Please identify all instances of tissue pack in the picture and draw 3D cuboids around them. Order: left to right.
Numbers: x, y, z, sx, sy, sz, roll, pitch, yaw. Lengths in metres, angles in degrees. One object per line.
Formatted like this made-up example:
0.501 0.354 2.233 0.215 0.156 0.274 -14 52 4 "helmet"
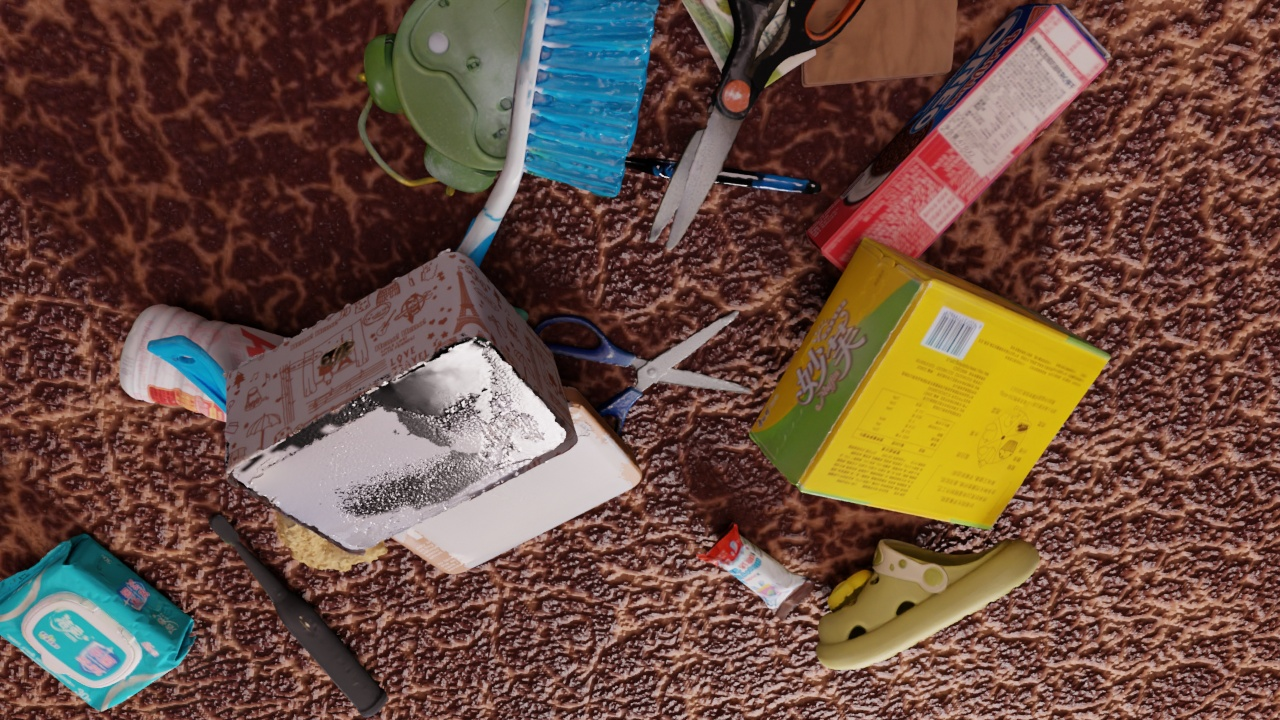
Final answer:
-0.427 0.203 0.712 0.093 0.050 0.133 -37 109 12 "tissue pack"

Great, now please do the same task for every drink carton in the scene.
0.055 -0.231 0.570 0.053 0.045 0.122 -35 112 -4 "drink carton"

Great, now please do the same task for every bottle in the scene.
-0.248 0.017 0.640 0.197 0.068 0.068 16 110 -10 "bottle"

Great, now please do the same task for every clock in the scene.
-0.106 -0.173 0.579 0.161 0.056 0.116 -33 109 9 "clock"

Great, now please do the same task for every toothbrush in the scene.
-0.275 0.205 0.736 0.026 0.027 0.213 -45 113 -34 "toothbrush"
0.033 -0.128 0.626 0.189 0.016 0.014 6 119 -7 "toothbrush"

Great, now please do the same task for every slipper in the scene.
0.217 0.178 0.731 0.191 0.091 0.081 -33 70 19 "slipper"

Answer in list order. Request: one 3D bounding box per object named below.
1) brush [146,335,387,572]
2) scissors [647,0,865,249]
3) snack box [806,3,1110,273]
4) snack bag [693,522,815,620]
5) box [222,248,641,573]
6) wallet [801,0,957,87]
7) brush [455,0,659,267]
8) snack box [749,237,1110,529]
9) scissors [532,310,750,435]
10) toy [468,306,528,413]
-0.248 0.070 0.628 0.083 0.045 0.255 -9 135 11 "brush"
0.077 -0.167 0.557 0.148 0.021 0.235 1 105 -17 "scissors"
0.205 -0.137 0.610 0.058 0.057 0.208 39 105 -14 "snack box"
0.093 0.169 0.741 0.105 0.026 0.045 38 102 -18 "snack bag"
-0.119 0.064 0.613 0.177 0.082 0.260 -27 141 7 "box"
0.153 -0.238 0.589 0.101 0.020 0.115 -6 114 1 "wallet"
-0.063 -0.112 0.551 0.109 0.060 0.315 11 117 -5 "brush"
0.199 0.024 0.629 0.209 0.070 0.158 15 112 -34 "snack box"
-0.006 0.012 0.681 0.162 0.012 0.175 32 106 -14 "scissors"
-0.134 -0.005 0.659 0.096 0.030 0.092 12 108 -2 "toy"
